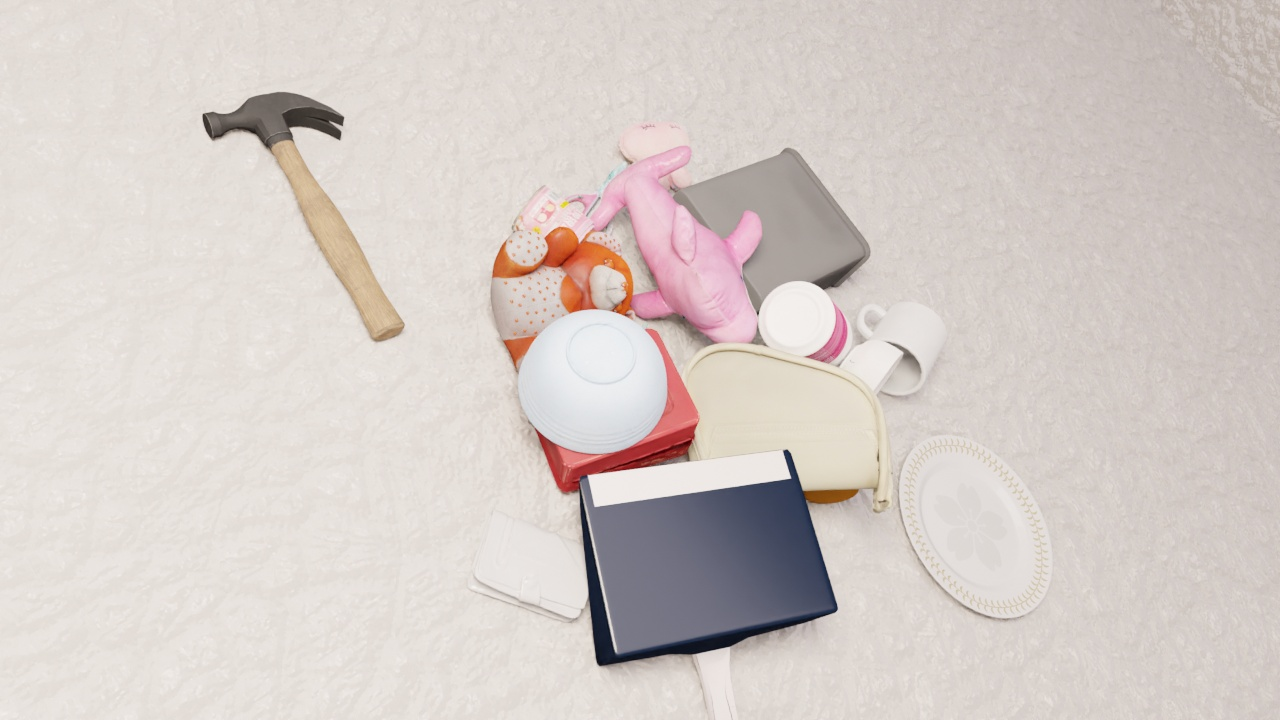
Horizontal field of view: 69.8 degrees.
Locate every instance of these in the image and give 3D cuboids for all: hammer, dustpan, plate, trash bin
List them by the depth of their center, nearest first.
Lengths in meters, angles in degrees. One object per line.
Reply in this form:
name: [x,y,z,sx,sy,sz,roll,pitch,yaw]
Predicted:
dustpan: [0.067,0.241,0.906,0.236,0.080,0.272,-5,67,-21]
hammer: [-0.332,-0.155,0.973,0.132,0.040,0.305,-25,76,-33]
plate: [0.425,0.209,1.170,0.242,0.016,0.242,13,56,-21]
trash bin: [0.160,-0.159,1.200,0.219,0.098,0.192,-26,76,-36]

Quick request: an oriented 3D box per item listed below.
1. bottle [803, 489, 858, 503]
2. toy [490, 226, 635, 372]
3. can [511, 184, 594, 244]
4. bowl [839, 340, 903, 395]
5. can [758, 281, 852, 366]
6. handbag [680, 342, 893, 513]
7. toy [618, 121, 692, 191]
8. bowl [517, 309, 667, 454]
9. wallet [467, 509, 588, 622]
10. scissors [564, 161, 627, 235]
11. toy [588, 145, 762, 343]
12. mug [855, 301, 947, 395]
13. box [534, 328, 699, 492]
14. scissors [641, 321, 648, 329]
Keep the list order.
bottle: [0.218,0.087,1.099,0.067,0.068,0.156,13,56,-21]
toy: [-0.076,-0.071,1.013,0.172,0.093,0.164,-17,102,-35]
can: [-0.101,-0.157,1.075,0.076,0.067,0.067,38,51,-3]
bowl: [0.278,0.019,1.152,0.054,0.105,0.104,35,49,16]
can: [0.202,-0.037,1.106,0.088,0.088,0.165,64,15,17]
handbag: [0.161,0.082,1.033,0.229,0.132,0.184,-2,75,9]
toy: [0.027,-0.272,1.230,0.108,0.053,0.105,-17,86,-36]
bowl: [-0.043,0.008,0.893,0.150,0.075,0.150,4,62,-7]
wallet: [-0.102,0.196,0.883,0.116,0.032,0.086,20,52,-17]
scissors: [-0.049,-0.207,1.172,0.076,0.017,0.173,32,48,-3]
toy: [0.047,-0.132,1.055,0.187,0.128,0.265,-35,72,6]
mug: [0.336,-0.026,1.216,0.121,0.091,0.089,43,51,0]
box: [-0.031,0.056,0.963,0.158,0.087,0.129,-18,67,-19]
scissors: [-0.005,0.007,1.064,0.126,0.015,0.135,36,53,-4]
